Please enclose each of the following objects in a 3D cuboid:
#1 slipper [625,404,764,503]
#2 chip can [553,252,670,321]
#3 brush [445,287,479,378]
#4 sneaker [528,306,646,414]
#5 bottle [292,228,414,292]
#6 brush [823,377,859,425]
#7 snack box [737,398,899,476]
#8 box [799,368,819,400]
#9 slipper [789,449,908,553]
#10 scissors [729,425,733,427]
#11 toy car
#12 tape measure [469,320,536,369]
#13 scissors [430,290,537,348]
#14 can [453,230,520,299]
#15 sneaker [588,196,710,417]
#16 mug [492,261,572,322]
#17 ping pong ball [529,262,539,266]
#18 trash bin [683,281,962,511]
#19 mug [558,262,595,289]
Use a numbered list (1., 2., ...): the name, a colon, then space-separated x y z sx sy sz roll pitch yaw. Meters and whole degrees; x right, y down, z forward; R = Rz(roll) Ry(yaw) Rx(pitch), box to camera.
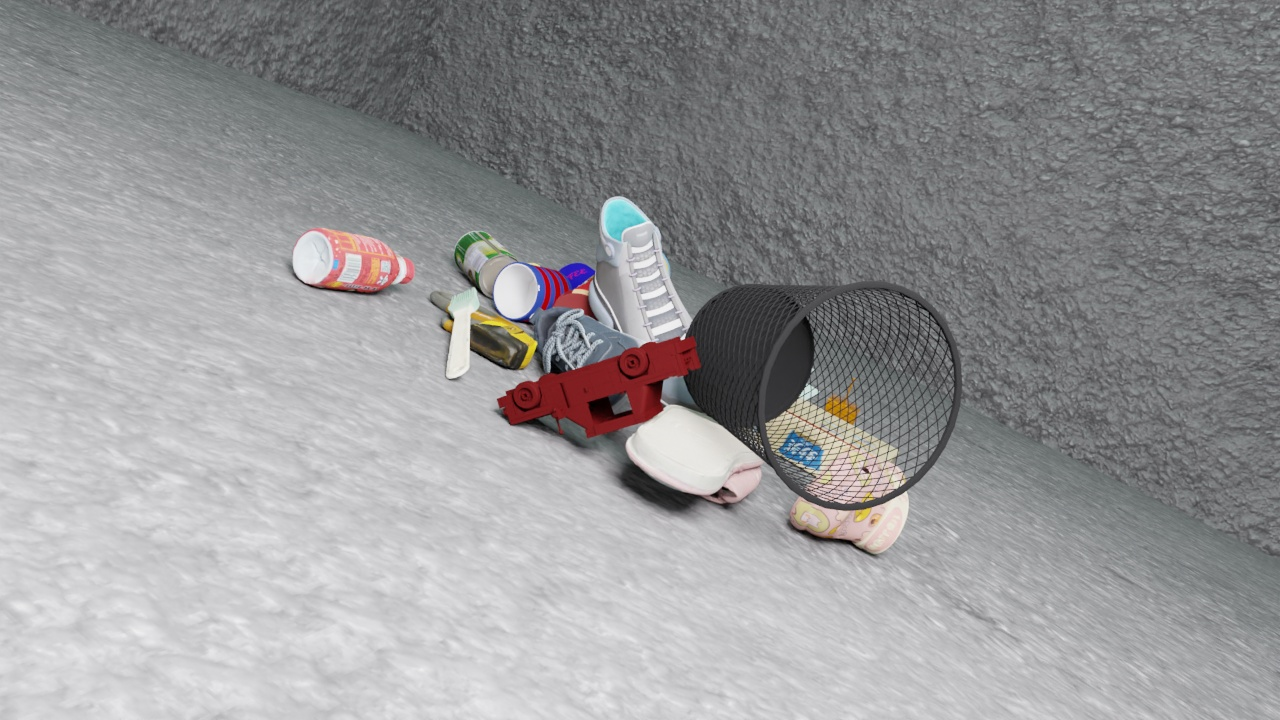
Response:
1. slipper: 0.049 0.090 0.836 0.114 0.054 0.274 28 8 16
2. chip can: -0.035 -0.086 1.219 0.087 0.087 0.212 27 32 10
3. brush: -0.181 -0.030 0.927 0.217 0.033 0.012 -109 175 -65
4. sneaker: -0.056 -0.007 0.962 0.087 0.089 0.235 34 0 -28
5. bottle: -0.297 -0.102 0.976 0.062 0.062 0.137 30 11 25
6. brush: 0.269 0.072 1.233 0.048 0.127 0.017 29 42 20
7. snack box: 0.216 0.096 1.165 0.207 0.055 0.153 29 11 19
8. box: 0.159 0.019 1.396 0.160 0.062 0.230 -8 28 -33
9. slipper: 0.222 0.142 0.891 0.081 0.093 0.197 44 19 30
10. scissors: 0.075 0.020 1.095 0.021 0.173 0.171 -30 86 -29
11. toy car: -0.032 0.029 0.791 0.170 0.062 0.070 -17 1 18
12. tape measure: -0.144 -0.019 0.973 0.065 0.037 0.064 29 12 20
13. scissors: -0.143 -0.026 1.066 0.225 0.016 0.175 23 12 -9
14. can: -0.214 -0.135 1.289 0.067 0.067 0.121 17 14 -34
15. sneaker: 0.020 -0.060 1.000 0.093 0.161 0.256 -21 52 -16
16. mug: -0.131 -0.072 1.194 0.076 0.075 0.112 5 49 -59
17. ping pong ball: -0.171 -0.134 1.446 0.040 0.040 0.040 24 11 -5
18. trash bin: 0.141 0.012 0.818 0.184 0.184 0.210 20 3 -22
19. mug: -0.073 -0.083 1.355 0.111 0.079 0.083 52 -7 -36
